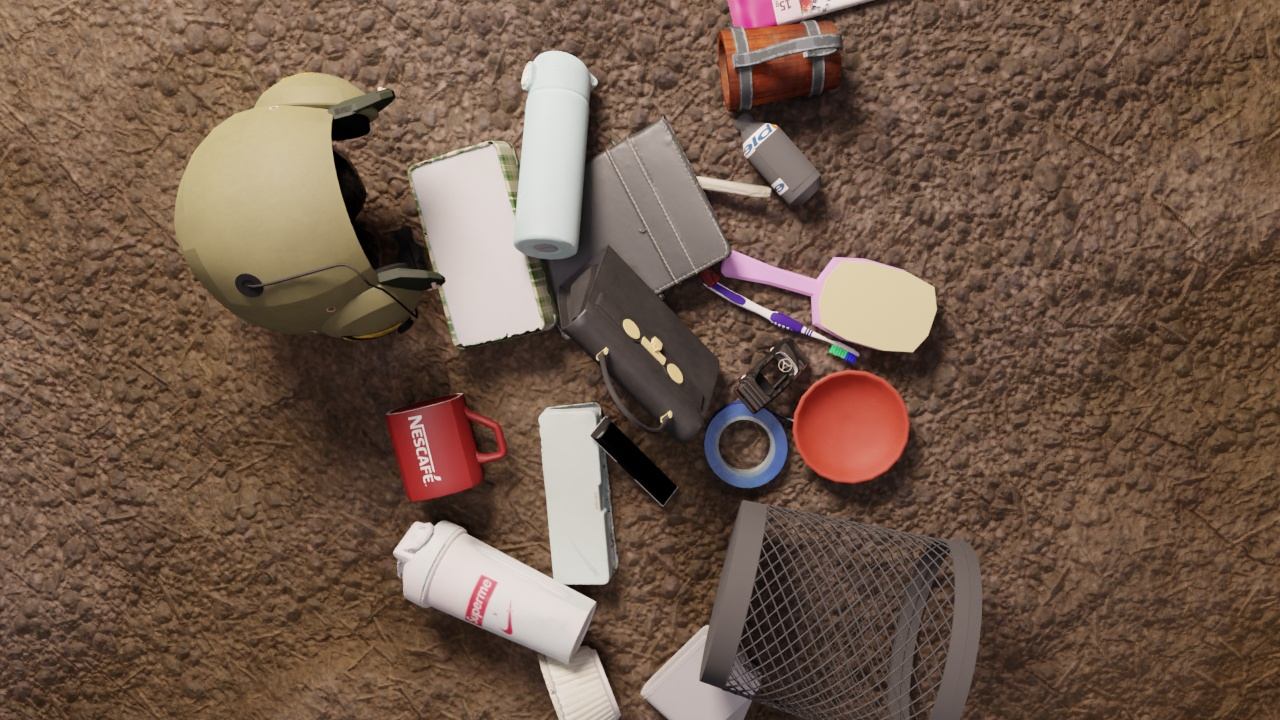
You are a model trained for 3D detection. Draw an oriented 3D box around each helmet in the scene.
[{"bbox_3d":[-0.314,-0.135,0.877,0.233,0.255,0.250,-14,95,3],"label":"helmet"}]

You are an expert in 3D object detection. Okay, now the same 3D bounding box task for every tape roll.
[{"bbox_3d":[0.115,0.092,1.008,0.091,0.016,0.093,19,98,1],"label":"tape roll"}]

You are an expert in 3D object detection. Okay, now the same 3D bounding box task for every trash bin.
[{"bbox_3d":[0.193,0.262,0.930,0.227,0.217,0.218,14,98,6],"label":"trash bin"}]

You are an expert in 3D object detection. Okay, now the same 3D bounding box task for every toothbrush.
[{"bbox_3d":[0.150,-0.044,0.989,0.186,0.015,0.016,26,91,1],"label":"toothbrush"}]

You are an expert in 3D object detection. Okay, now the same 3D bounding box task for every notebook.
[{"bbox_3d":[-0.027,-0.133,0.971,0.209,0.029,0.169,-26,93,18],"label":"notebook"}]

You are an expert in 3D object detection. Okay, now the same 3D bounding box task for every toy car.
[{"bbox_3d":[0.141,0.015,0.972,0.092,0.037,0.040,-42,92,-25],"label":"toy car"}]

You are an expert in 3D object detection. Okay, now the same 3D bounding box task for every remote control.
[{"bbox_3d":[-0.005,0.111,0.996,0.124,0.012,0.028,46,73,-23],"label":"remote control"}]

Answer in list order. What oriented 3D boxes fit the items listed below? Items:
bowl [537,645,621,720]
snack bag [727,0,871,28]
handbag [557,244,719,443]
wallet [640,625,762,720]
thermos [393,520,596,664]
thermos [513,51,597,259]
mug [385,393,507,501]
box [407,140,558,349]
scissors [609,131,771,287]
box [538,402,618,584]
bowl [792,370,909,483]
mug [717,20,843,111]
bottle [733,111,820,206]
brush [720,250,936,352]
[{"bbox_3d":[-0.064,0.368,1.013,0.062,0.115,0.115,-21,96,-9],"label":"bowl"},{"bbox_3d":[0.187,-0.389,0.942,0.196,0.016,0.070,-13,98,5],"label":"snack bag"},{"bbox_3d":[-0.005,0.005,0.890,0.072,0.195,0.176,-38,109,20],"label":"handbag"},{"bbox_3d":[0.082,0.375,1.037,0.115,0.037,0.118,42,101,-2],"label":"wallet"},{"bbox_3d":[-0.160,0.247,0.996,0.220,0.099,0.099,22,98,9],"label":"thermos"},{"bbox_3d":[-0.088,-0.210,0.930,0.077,0.065,0.206,9,76,-26],"label":"thermos"},{"bbox_3d":[-0.207,0.089,0.999,0.116,0.080,0.096,-13,96,-1],"label":"mug"},{"bbox_3d":[-0.164,-0.120,0.971,0.118,0.050,0.205,-14,97,18],"label":"box"},{"bbox_3d":[0.046,-0.169,0.972,0.179,0.015,0.198,-20,93,14],"label":"scissors"},{"bbox_3d":[-0.071,0.149,1.013,0.083,0.067,0.199,-8,98,-15],"label":"box"},{"bbox_3d":[0.224,0.069,0.988,0.122,0.035,0.122,0,97,4],"label":"bowl"},{"bbox_3d":[0.139,-0.298,0.908,0.111,0.117,0.081,-8,96,1],"label":"mug"},{"bbox_3d":[0.140,-0.211,0.952,0.047,0.047,0.112,-42,93,7],"label":"bottle"},{"bbox_3d":[0.197,-0.072,0.968,0.229,0.043,0.089,16,98,1],"label":"brush"}]
